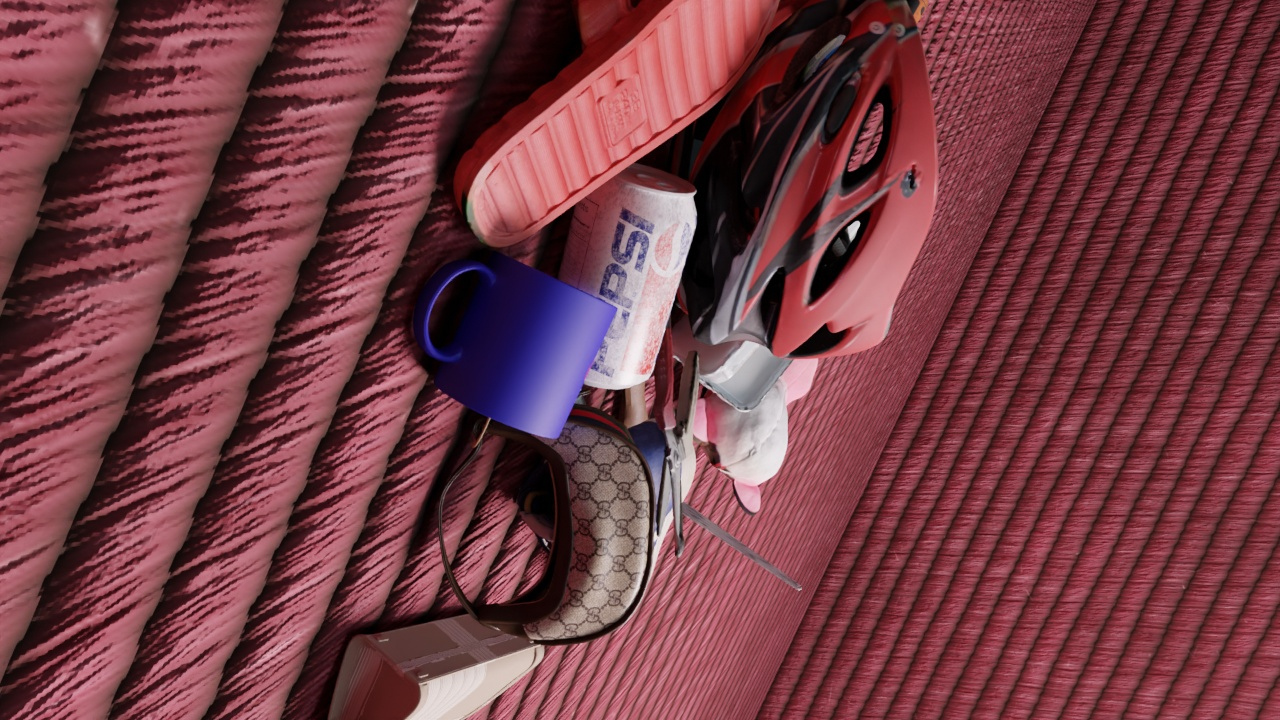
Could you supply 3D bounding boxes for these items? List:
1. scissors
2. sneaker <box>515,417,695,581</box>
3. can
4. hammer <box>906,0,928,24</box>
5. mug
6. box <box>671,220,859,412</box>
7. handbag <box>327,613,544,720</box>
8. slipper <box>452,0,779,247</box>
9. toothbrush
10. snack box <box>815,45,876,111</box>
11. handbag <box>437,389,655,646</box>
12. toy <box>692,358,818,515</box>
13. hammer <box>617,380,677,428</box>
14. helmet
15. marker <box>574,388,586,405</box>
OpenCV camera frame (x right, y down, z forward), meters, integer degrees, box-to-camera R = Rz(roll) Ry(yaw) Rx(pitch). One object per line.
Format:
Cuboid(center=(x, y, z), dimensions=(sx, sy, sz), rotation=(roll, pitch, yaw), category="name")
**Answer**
Cuboid(center=(0.025, 0.037, 0.675), dimensions=(0.179, 0.015, 0.187), rotation=(-33, 111, -70), category="scissors")
Cuboid(center=(-0.052, 0.149, 0.732), dimensions=(0.118, 0.091, 0.234), rotation=(-13, 142, -44), category="sneaker")
Cuboid(center=(-0.014, -0.056, 0.603), dimensions=(0.078, 0.078, 0.136), rotation=(-25, 136, -58), category="can")
Cuboid(center=(0.197, -0.241, 0.912), dimensions=(0.314, 0.035, 0.138), rotation=(-59, 158, -6), category="hammer")
Cuboid(center=(-0.078, -0.014, 0.523), dimensions=(0.111, 0.079, 0.083), rotation=(23, 93, -40), category="mug")
Cuboid(center=(0.134, -0.048, 0.830), dimensions=(0.215, 0.106, 0.124), rotation=(-48, 127, -3), category="box")
Cuboid(center=(-0.175, 0.279, 0.648), dimensions=(0.198, 0.062, 0.175), rotation=(-58, 159, 3), category="handbag")
Cuboid(center=(-0.014, -0.164, 0.515), dimensions=(0.248, 0.059, 0.103), rotation=(-43, 155, -9), category="slipper")
Cuboid(center=(0.053, 0.134, 0.743), dimensions=(0.010, 0.181, 0.010), rotation=(-42, 151, -33), category="toothbrush")
Cuboid(center=(0.192, -0.268, 0.839), dimensions=(0.150, 0.027, 0.082), rotation=(-52, 123, -14), category="snack box")
Cuboid(center=(-0.063, 0.102, 0.603), dimensions=(0.063, 0.138, 0.166), rotation=(-141, -127, -73), category="handbag")
Cuboid(center=(0.118, 0.038, 0.929), dimensions=(0.212, 0.084, 0.142), rotation=(-54, 132, -39), category="toy")
Cuboid(center=(-0.004, 0.004, 0.754), dimensions=(0.115, 0.033, 0.324), rotation=(-45, 150, -36), category="hammer")
Cuboid(center=(0.105, -0.128, 0.641), dimensions=(0.166, 0.217, 0.273), rotation=(-1, 123, -18), category="helmet")
Cuboid(center=(-0.049, 0.036, 0.706), dimensions=(0.017, 0.017, 0.147), rotation=(-54, 157, -24), category="marker")
